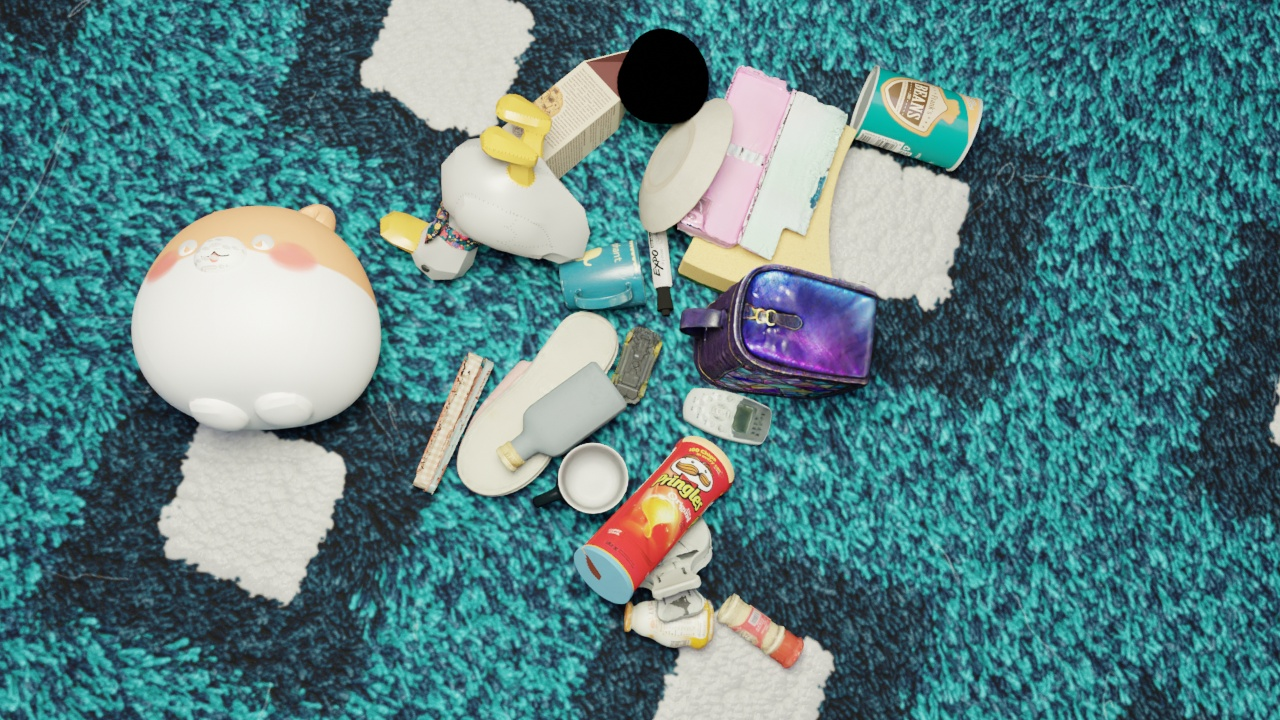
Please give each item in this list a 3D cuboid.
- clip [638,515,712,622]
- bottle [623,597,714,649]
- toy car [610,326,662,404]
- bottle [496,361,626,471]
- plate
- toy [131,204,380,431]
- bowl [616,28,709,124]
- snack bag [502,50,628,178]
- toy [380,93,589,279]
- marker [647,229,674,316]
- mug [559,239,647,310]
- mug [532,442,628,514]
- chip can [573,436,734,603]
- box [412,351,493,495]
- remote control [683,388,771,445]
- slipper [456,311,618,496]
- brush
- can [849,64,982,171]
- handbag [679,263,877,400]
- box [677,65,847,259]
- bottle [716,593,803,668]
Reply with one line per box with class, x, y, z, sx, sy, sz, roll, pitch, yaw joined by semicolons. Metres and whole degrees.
clip;0.032;0.249;1.127;0.125;0.082;0.147;-18;43;-4
bottle;0.035;0.320;1.129;0.108;0.063;0.063;6;81;-2
toy car;-0.007;0.007;1.192;0.049;0.030;0.106;21;78;-1
bottle;-0.100;0.075;1.113;0.161;0.046;0.072;-36;87;-5
plate;0.047;-0.252;1.160;0.027;0.189;0.188;26;79;-27
toy;-0.438;-0.056;1.063;0.263;0.266;0.280;-4;66;-2
bowl;0.021;-0.348;1.148;0.115;0.063;0.115;0;91;-25
snack bag;-0.076;-0.326;1.207;0.206;0.094;0.070;-42;86;-8
toy;-0.181;-0.182;1.119;0.246;0.268;0.140;22;45;-11
marker;0.027;-0.121;1.216;0.025;0.025;0.125;-5;82;-4
mug;-0.048;-0.098;1.168;0.104;0.112;0.084;-9;120;3
mug;-0.076;0.154;1.133;0.121;0.094;0.085;-22;83;-6
chip can;0.020;0.185;1.093;0.087;0.087;0.212;45;53;4
box;-0.243;0.077;1.160;0.058;0.053;0.186;14;77;40
remote control;0.112;0.071;1.189;0.114;0.028;0.060;19;81;-1
slipper;-0.128;0.055;1.165;0.114;0.054;0.274;39;85;2
brush;0.166;-0.208;1.212;0.195;0.075;0.250;11;81;-2
can;0.366;-0.324;1.229;0.144;0.099;0.099;18;80;0
handbag;0.158;-0.031;1.123;0.222;0.205;0.125;10;80;-8
box;0.157;-0.244;1.159;0.159;0.035;0.230;21;80;0
bottle;0.149;0.337;1.144;0.109;0.044;0.044;34;81;3
